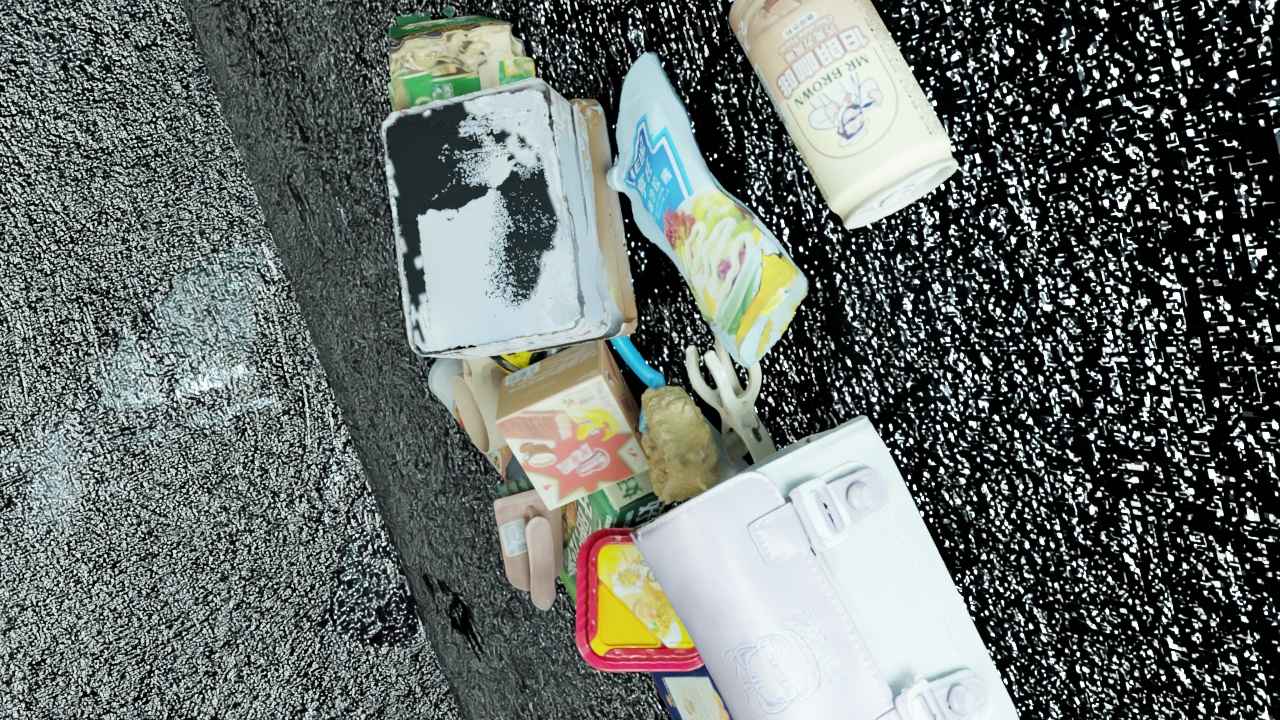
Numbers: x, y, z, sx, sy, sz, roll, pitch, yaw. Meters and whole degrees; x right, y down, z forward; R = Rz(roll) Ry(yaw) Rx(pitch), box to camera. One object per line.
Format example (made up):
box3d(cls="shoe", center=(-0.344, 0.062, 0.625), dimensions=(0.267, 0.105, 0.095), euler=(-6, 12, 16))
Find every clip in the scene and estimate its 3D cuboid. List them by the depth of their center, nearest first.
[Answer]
box3d(cls="clip", center=(0.060, 0.027, 0.634), dimensions=(0.076, 0.034, 0.103), euler=(29, 144, 50))

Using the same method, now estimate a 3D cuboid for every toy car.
box3d(cls="toy car", center=(-0.124, -0.030, 0.794), dimensions=(0.071, 0.041, 0.156), euler=(15, 143, 51))

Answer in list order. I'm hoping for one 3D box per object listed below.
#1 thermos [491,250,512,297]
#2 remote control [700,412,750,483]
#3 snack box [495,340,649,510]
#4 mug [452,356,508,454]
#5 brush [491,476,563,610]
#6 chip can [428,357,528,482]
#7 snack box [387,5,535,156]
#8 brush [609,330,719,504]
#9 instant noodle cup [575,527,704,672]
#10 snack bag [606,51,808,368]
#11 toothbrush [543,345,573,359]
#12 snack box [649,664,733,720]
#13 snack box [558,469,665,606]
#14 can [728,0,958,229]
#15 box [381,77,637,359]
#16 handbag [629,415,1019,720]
box3d(cls="thermos", center=(-0.127, -0.075, 0.859), dimensions=(0.199, 0.087, 0.067), euler=(13, 78, 62))
box3d(cls="remote control", center=(0.054, 0.085, 0.688), dimensions=(0.135, 0.019, 0.056), euler=(47, 132, 39))
box3d(cls="snack box", center=(-0.053, 0.050, 0.744), dimensions=(0.077, 0.093, 0.094), euler=(-98, -17, -64))
box3d(cls="mug", center=(-0.122, 0.022, 0.901), dimensions=(0.084, 0.103, 0.125), euler=(51, 151, 31))
box3d(cls="brush", center=(-0.105, 0.181, 0.896), dimensions=(0.073, 0.063, 0.146), euler=(-122, 24, -45))
box3d(cls="chip can", center=(-0.178, 0.067, 1.093), dimensions=(0.215, 0.071, 0.071), euler=(40, 144, 44))
box3d(cls="snack box", center=(-0.155, -0.230, 0.770), dimensions=(0.105, 0.118, 0.118), euler=(-123, 24, -50))
box3d(cls="brush", center=(-0.004, 0.004, 0.702), dimensions=(0.083, 0.045, 0.254), euler=(96, 153, -51))
box3d(cls="instant noodle cup", center=(0.002, 0.211, 0.796), dimensions=(0.124, 0.116, 0.116), euler=(101, 169, -68))
box3d(cls="snack bag", center=(0.032, -0.094, 0.580), dimensions=(0.191, 0.038, 0.110), euler=(58, 158, 25))
box3d(cls="toothbrush", center=(-0.073, 0.024, 0.788), dimensions=(0.027, 0.026, 0.213), euler=(23, 117, 32))
box3d(cls="snack box", center=(0.090, 0.339, 0.814), dimensions=(0.178, 0.045, 0.183), euler=(64, 155, 8))
box3d(cls="snack box", center=(-0.044, 0.149, 0.899), dimensions=(0.114, 0.063, 0.241), euler=(56, 152, 27))
box3d(cls="can", center=(0.090, -0.123, 0.413), dimensions=(0.116, 0.058, 0.059), euler=(63, 155, 8))
box3d(cls="box", center=(-0.081, -0.098, 0.686), dimensions=(0.158, 0.149, 0.181), euler=(4, -102, -77))
box3d(cls="handbag", center=(0.103, 0.147, 0.511), dimensions=(0.197, 0.144, 0.099), euler=(64, 158, 6))
